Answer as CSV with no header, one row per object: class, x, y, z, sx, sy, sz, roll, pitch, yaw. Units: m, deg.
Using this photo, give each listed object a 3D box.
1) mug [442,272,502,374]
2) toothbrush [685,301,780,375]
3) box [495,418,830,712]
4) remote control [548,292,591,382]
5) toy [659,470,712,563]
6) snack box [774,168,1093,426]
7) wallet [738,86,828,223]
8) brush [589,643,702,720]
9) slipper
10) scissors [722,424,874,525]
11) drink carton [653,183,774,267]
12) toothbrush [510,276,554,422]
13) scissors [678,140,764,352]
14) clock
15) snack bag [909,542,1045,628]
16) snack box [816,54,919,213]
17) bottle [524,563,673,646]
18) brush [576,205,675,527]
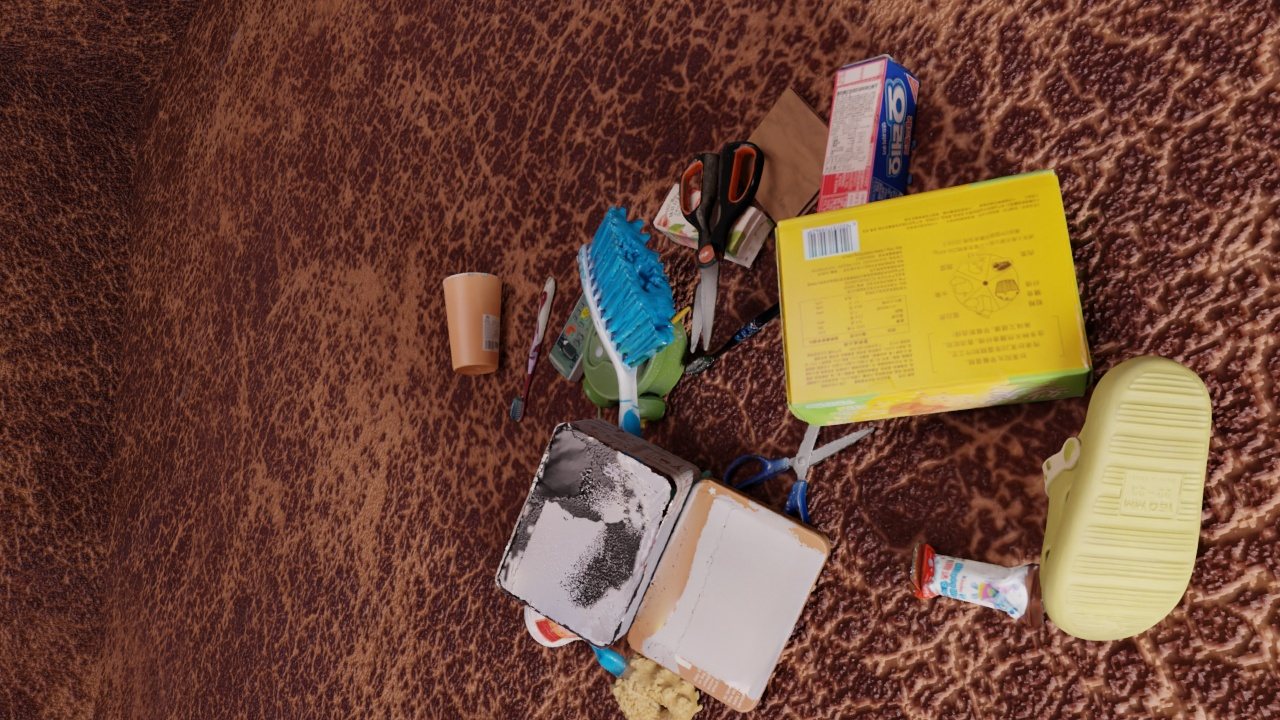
mug,-0.219,-0.047,1.212,0.078,0.078,0.122,-17,72,43
toothbrush,0.111,-0.035,0.897,0.190,0.016,0.014,-37,62,33
box,0.019,0.180,0.824,0.260,0.082,0.177,26,100,17
remote control,-0.062,-0.044,1.079,0.056,0.019,0.135,46,113,43
toy,0.046,0.165,0.902,0.097,0.030,0.091,-39,51,41
snack box,0.215,-0.041,0.696,0.210,0.070,0.157,-8,72,21
wallet,0.146,-0.198,0.903,0.101,0.020,0.115,-51,50,26
brush,-0.043,0.272,0.892,0.255,0.045,0.083,38,120,21
slipper,0.315,0.088,0.610,0.081,0.091,0.190,-94,13,-82
scissors,0.139,0.103,0.832,0.163,0.012,0.174,-7,74,46
drink carton,0.074,-0.138,0.941,0.122,0.045,0.053,28,87,45
toothbrush,-0.136,-0.015,1.151,0.016,0.017,0.187,13,90,47
scissors,0.079,-0.116,0.876,0.149,0.021,0.234,-31,51,23
clock,-0.010,0.005,0.984,0.116,0.056,0.161,24,97,48
snack bag,0.251,0.166,0.685,0.105,0.026,0.045,3,78,45
snack box,0.198,-0.157,0.808,0.058,0.057,0.207,2,81,49
bottle,-0.035,0.243,0.936,0.197,0.068,0.068,-27,60,38
brush,-0.005,0.005,0.904,0.110,0.060,0.314,-36,62,38
